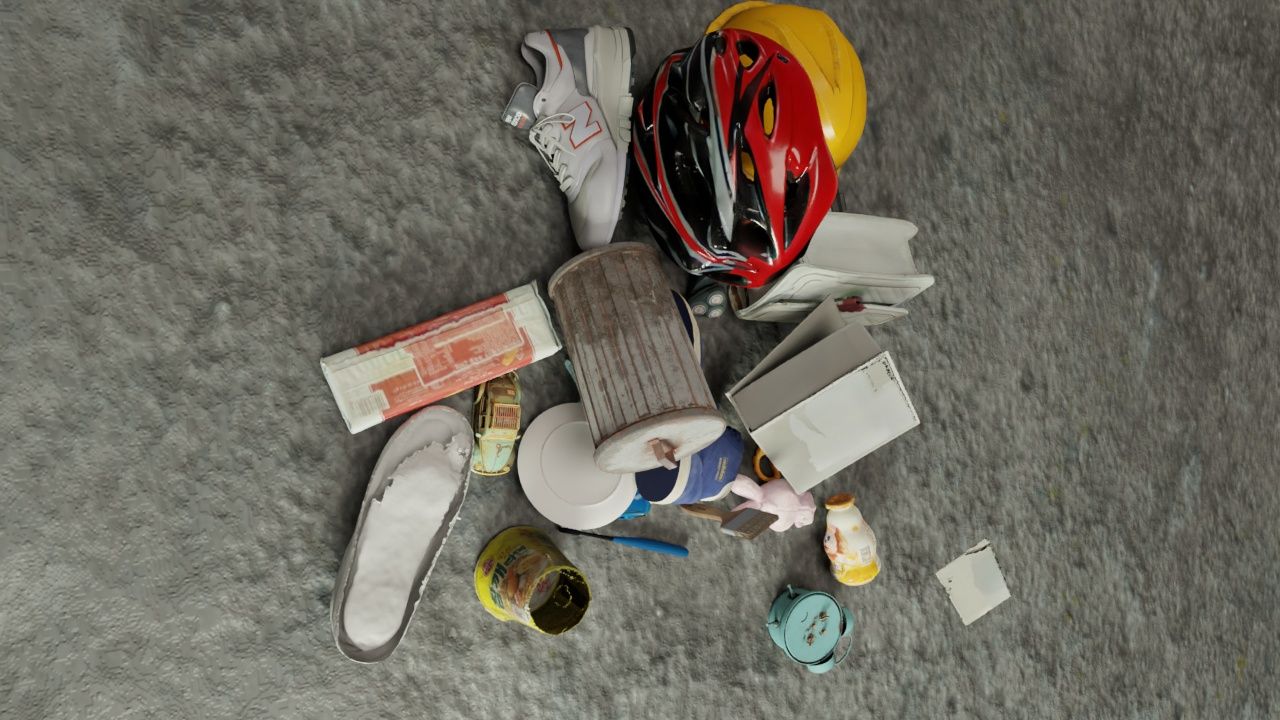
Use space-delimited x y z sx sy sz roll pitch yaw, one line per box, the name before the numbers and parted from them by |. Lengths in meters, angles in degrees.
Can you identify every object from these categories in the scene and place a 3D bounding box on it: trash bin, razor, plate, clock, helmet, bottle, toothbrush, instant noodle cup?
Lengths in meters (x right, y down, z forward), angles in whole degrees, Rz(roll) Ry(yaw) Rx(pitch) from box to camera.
trash bin | -0.005 0.005 0.902 0.130 0.131 0.211 -7 65 -26
razor | 0.080 -0.120 1.034 0.047 0.052 0.142 10 79 -29
plate | -0.061 0.108 0.957 0.134 0.011 0.134 8 69 -21
clock | 0.211 0.329 1.124 0.124 0.053 0.090 39 78 -23
helmet | 0.080 -0.204 0.916 0.166 0.218 0.271 -4 68 -28
bottle | 0.257 0.220 1.133 0.063 0.063 0.108 -20 102 -24
toothbrush | -0.016 0.200 1.022 0.167 0.014 0.014 17 75 -28
instant noodle cup | -0.104 0.228 0.927 0.102 0.108 0.102 -2 94 -29
helmet | 0.176 -0.285 1.020 0.205 0.131 0.255 -18 100 -24

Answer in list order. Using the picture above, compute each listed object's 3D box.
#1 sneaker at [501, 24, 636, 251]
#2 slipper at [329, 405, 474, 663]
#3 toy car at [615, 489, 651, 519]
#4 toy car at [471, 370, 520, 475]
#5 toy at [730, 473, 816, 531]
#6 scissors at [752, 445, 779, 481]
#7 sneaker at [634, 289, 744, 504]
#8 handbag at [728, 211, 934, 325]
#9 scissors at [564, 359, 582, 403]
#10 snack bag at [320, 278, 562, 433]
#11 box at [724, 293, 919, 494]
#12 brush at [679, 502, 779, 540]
sneaker | -0.078 -0.231 0.928 0.124 0.089 0.239 8 82 -18
slipper | -0.227 0.161 0.879 0.112 0.075 0.246 29 73 -39
toy car | -0.042 0.146 0.989 0.120 0.044 0.056 5 92 -26
toy car | -0.144 0.062 0.929 0.047 0.047 0.112 5 88 -26
toy | 0.153 0.169 1.087 0.110 0.047 0.063 10 91 -20
scissors | 0.152 0.081 1.099 0.070 0.013 0.130 -28 107 -23
sneaker | 0.062 0.046 1.011 0.118 0.092 0.232 18 67 -45
handbag | 0.215 -0.092 1.049 0.198 0.142 0.096 0 63 -26
scissors | -0.057 0.065 0.994 0.135 0.015 0.135 -43 110 -15
snack bag | -0.191 -0.005 0.899 0.224 0.041 0.077 -23 87 -25
box | 0.123 -0.028 1.103 0.171 0.404 0.169 -43 140 -2
brush | 0.087 0.170 0.999 0.045 0.143 0.008 -30 108 -31
